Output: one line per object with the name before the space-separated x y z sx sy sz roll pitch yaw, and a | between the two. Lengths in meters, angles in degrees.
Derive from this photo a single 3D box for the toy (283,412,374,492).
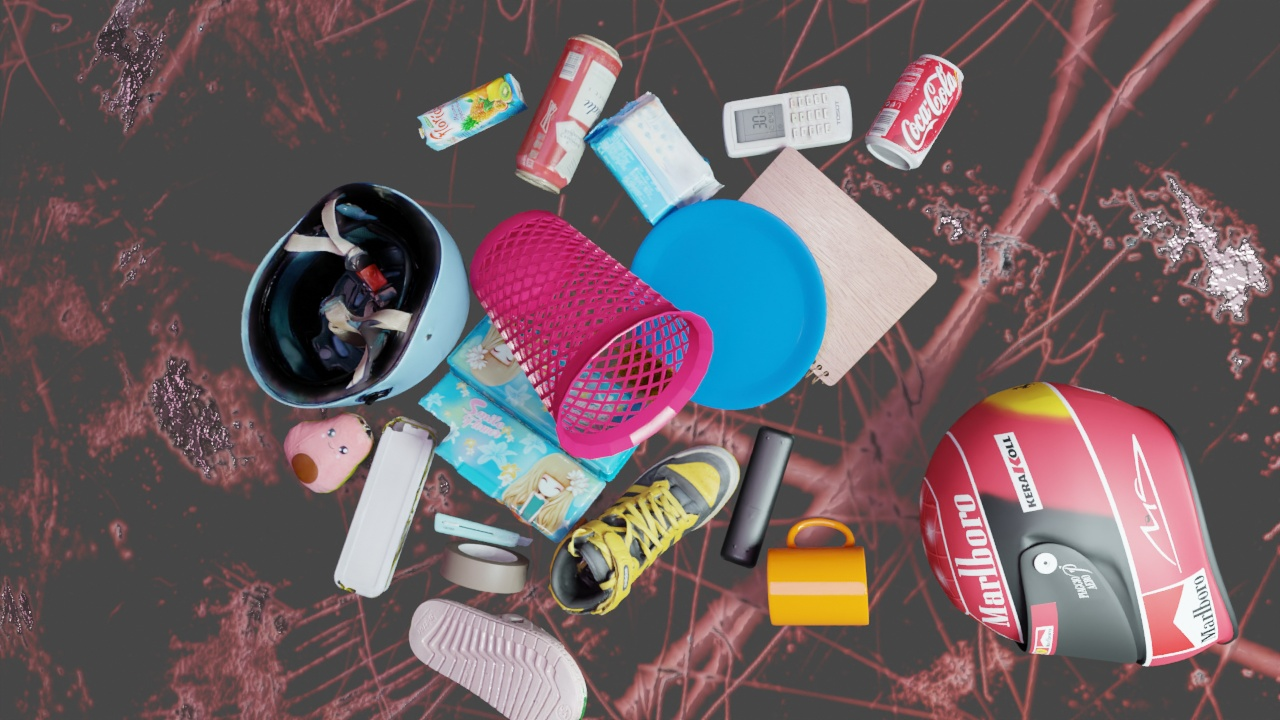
toy | -0.362 0.101 1.076 0.110 0.051 0.090 -34 82 7

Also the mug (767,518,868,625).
mug | 0.182 0.215 0.945 0.096 0.078 0.112 -4 58 12

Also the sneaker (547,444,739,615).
sneaker | -0.002 0.176 0.957 0.239 0.122 0.086 -43 80 8

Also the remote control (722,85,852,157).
remote control | 0.159 -0.258 0.997 0.138 0.025 0.060 -5 85 12

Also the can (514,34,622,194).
can | -0.082 -0.276 1.030 0.067 0.067 0.170 25 92 13

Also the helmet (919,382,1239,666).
helmet | 0.375 0.156 0.839 0.225 0.197 0.271 -17 91 10

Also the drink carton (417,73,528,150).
drink carton | -0.197 -0.288 1.070 0.129 0.038 0.044 -22 82 11

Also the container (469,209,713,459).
container | -0.067 -0.042 0.945 0.183 0.183 0.225 -47 58 6

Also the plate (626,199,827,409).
plate | 0.090 -0.059 0.978 0.225 0.024 0.224 7 106 25

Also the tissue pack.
tissue pack | 0.015 -0.218 1.008 0.093 0.061 0.144 -37 83 7

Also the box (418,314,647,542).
box | -0.124 0.066 1.001 0.227 0.039 0.181 34 67 12

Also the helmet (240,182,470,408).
helmet | -0.302 -0.054 1.011 0.266 0.166 0.225 -32 69 10

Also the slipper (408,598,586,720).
slipper | -0.150 0.327 1.012 0.240 0.064 0.094 15 87 30

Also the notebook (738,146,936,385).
notebook | 0.177 -0.096 0.979 0.210 0.022 0.169 45 101 11

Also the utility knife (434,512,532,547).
utility knife | -0.180 0.197 1.051 0.120 0.015 0.022 11 64 11

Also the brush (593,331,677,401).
brush | -0.006 0.006 1.015 0.126 0.017 0.048 37 113 14

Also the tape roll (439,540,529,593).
tape roll | -0.170 0.225 1.005 0.094 0.093 0.030 13 89 13

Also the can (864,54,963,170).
can | 0.284 -0.256 0.950 0.064 0.064 0.105 31 93 12

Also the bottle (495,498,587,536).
bottle | -0.110 0.155 1.011 0.109 0.063 0.063 39 95 13

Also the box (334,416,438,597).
box | -0.295 0.170 1.071 0.066 0.044 0.210 19 91 0

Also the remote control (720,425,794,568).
remote control | 0.125 0.147 0.983 0.041 0.020 0.152 17 89 12
